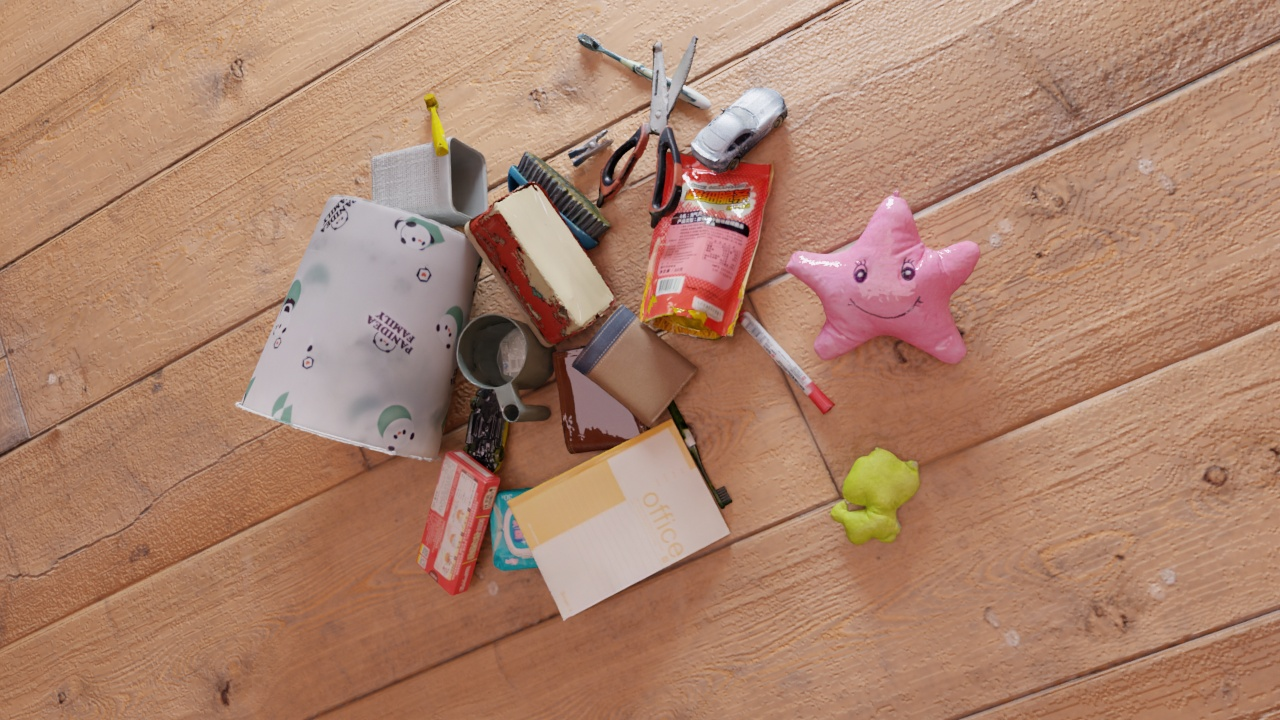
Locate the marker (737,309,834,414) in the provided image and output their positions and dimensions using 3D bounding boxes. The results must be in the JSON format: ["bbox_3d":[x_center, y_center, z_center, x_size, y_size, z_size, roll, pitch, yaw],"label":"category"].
[{"bbox_3d":[0.158,0.000,1.006,0.017,0.017,0.145,-43,76,9],"label":"marker"}]

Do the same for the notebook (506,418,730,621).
[{"bbox_3d":[-0.024,0.174,1.012,0.206,0.010,0.146,-26,85,-4],"label":"notebook"}]

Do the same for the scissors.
[{"bbox_3d":[0.015,-0.253,1.035,0.227,0.015,0.189,-47,53,26],"label":"scissors"}]

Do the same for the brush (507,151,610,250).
[{"bbox_3d":[-0.104,-0.178,1.073,0.144,0.055,0.073,44,101,14],"label":"brush"}]

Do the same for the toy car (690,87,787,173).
[{"bbox_3d":[0.109,-0.258,1.015,0.120,0.037,0.054,-42,64,-10],"label":"toy car"}]

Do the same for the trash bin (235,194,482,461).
[{"bbox_3d":[-0.302,-0.036,1.042,0.230,0.229,0.251,14,84,16],"label":"trash bin"}]

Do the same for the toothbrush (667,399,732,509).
[{"bbox_3d":[0.054,0.081,1.032,0.017,0.012,0.185,-29,79,6],"label":"toothbrush"}]

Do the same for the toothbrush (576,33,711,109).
[{"bbox_3d":[0.002,-0.340,1.073,0.192,0.018,0.016,32,96,16],"label":"toothbrush"}]

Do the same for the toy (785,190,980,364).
[{"bbox_3d":[0.248,-0.086,0.954,0.195,0.074,0.178,4,96,16],"label":"toy"}]

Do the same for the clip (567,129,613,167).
[{"bbox_3d":[-0.059,-0.251,1.082,0.058,0.025,0.036,-30,85,7],"label":"clip"}]

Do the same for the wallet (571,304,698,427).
[{"bbox_3d":[-0.006,0.006,1.022,0.115,0.033,0.090,39,88,4],"label":"wallet"}]

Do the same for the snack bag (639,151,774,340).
[{"bbox_3d":[0.070,-0.132,1.017,0.129,0.073,0.207,9,77,17],"label":"snack bag"}]

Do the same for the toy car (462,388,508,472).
[{"bbox_3d":[-0.179,0.082,1.088,0.048,0.032,0.105,2,78,16],"label":"toy car"}]

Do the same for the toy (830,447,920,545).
[{"bbox_3d":[0.246,0.142,0.963,0.097,0.031,0.100,-8,84,17],"label":"toy"}]

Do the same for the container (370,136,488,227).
[{"bbox_3d":[-0.255,-0.207,1.102,0.114,0.090,0.090,-5,84,18],"label":"container"}]

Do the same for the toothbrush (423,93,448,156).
[{"bbox_3d":[-0.240,-0.279,1.075,0.015,0.190,0.017,-19,125,-4],"label":"toothbrush"}]

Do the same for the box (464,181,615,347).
[{"bbox_3d":[-0.106,-0.108,1.016,0.078,0.091,0.168,-27,101,43],"label":"box"}]

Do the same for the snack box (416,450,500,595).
[{"bbox_3d":[-0.213,0.188,1.063,0.075,0.025,0.153,29,110,34],"label":"snack box"}]

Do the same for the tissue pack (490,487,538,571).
[{"bbox_3d":[-0.105,0.188,1.049,0.134,0.050,0.093,-10,83,15],"label":"tissue pack"}]

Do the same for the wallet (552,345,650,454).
[{"bbox_3d":[-0.043,0.042,1.053,0.101,0.032,0.124,-10,84,12],"label":"wallet"}]

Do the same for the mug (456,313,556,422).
[{"bbox_3d":[-0.144,0.012,1.046,0.084,0.103,0.124,-21,82,13],"label":"mug"}]
